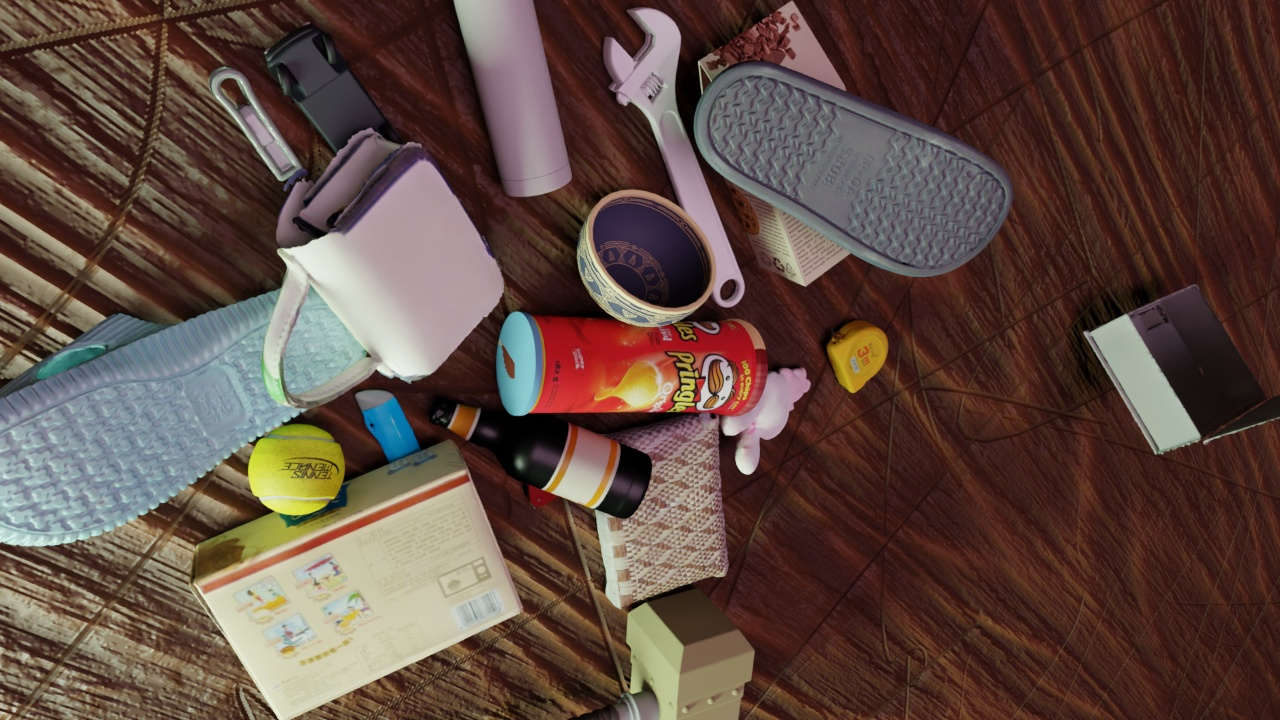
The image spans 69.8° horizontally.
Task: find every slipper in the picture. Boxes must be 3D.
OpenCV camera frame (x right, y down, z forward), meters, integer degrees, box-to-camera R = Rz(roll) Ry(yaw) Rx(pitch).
[{"bbox_3d":[-0.310,0.024,0.607,0.275,0.069,0.116,-32,125,-32],"label":"slipper"},{"bbox_3d":[0.159,-0.149,0.715,0.268,0.083,0.111,20,108,-17],"label":"slipper"}]

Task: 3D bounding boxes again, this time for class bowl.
[{"bbox_3d":[-0.003,-0.072,0.731,0.112,0.112,0.061,0,153,-30],"label":"bowl"}]

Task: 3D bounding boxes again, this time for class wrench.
[{"bbox_3d":[0.037,-0.156,0.759,0.066,0.018,0.273,-34,125,-14],"label":"wrench"}]

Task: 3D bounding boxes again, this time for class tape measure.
[{"bbox_3d":[0.216,-0.011,0.916,0.059,0.030,0.068,-39,127,-10],"label":"tape measure"},{"bbox_3d":[-0.079,0.095,0.797,0.059,0.019,0.051,-34,123,-13],"label":"tape measure"}]

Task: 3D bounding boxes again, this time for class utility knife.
[{"bbox_3d":[-0.181,0.107,0.746,0.031,0.015,0.207,-24,118,-16],"label":"utility knife"}]

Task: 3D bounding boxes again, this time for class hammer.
[{"bbox_3d":[-0.062,0.350,0.867,0.324,0.101,0.190,-8,114,-27],"label":"hammer"}]

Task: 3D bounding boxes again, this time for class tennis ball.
[{"bbox_3d":[-0.248,0.079,0.664,0.065,0.065,0.065,-12,116,-26],"label":"tennis ball"}]

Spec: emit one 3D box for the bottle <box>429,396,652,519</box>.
[{"bbox_3d":[-0.083,0.072,0.747,0.181,0.059,0.059,23,98,-15],"label":"bottle"}]

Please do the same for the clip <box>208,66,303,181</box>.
[{"bbox_3d":[-0.247,-0.152,0.589,0.023,0.043,0.076,-37,124,-14],"label":"clip"}]

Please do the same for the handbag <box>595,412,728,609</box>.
[{"bbox_3d":[0.019,0.137,0.857,0.124,0.047,0.186,-14,117,-16],"label":"handbag"}]

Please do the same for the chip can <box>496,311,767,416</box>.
[{"bbox_3d":[-0.005,0.004,0.761,0.213,0.087,0.087,1,110,-29],"label":"chip can"}]

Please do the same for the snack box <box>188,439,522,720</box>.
[{"bbox_3d":[-0.215,0.172,0.719,0.207,0.055,0.153,-22,121,-13],"label":"snack box"}]

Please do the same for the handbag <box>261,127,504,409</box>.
[{"bbox_3d":[-0.189,-0.046,0.610,0.175,0.074,0.151,-54,146,-21],"label":"handbag"}]

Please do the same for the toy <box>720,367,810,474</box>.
[{"bbox_3d":[0.120,0.046,0.876,0.125,0.037,0.076,-43,131,-33],"label":"toy"}]

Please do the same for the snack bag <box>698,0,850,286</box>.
[{"bbox_3d":[0.122,-0.178,0.765,0.094,0.070,0.206,-36,124,-12],"label":"snack bag"}]

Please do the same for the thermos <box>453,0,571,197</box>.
[{"bbox_3d":[-0.096,-0.227,0.629,0.052,0.052,0.224,-23,120,-20],"label":"thermos"}]

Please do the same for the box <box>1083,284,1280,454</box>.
[{"bbox_3d":[0.737,0.106,0.957,0.166,0.529,0.234,-19,122,-31],"label":"box"}]

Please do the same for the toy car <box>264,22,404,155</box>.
[{"bbox_3d":[-0.198,-0.166,0.606,0.046,0.034,0.112,-37,131,-5],"label":"toy car"}]
